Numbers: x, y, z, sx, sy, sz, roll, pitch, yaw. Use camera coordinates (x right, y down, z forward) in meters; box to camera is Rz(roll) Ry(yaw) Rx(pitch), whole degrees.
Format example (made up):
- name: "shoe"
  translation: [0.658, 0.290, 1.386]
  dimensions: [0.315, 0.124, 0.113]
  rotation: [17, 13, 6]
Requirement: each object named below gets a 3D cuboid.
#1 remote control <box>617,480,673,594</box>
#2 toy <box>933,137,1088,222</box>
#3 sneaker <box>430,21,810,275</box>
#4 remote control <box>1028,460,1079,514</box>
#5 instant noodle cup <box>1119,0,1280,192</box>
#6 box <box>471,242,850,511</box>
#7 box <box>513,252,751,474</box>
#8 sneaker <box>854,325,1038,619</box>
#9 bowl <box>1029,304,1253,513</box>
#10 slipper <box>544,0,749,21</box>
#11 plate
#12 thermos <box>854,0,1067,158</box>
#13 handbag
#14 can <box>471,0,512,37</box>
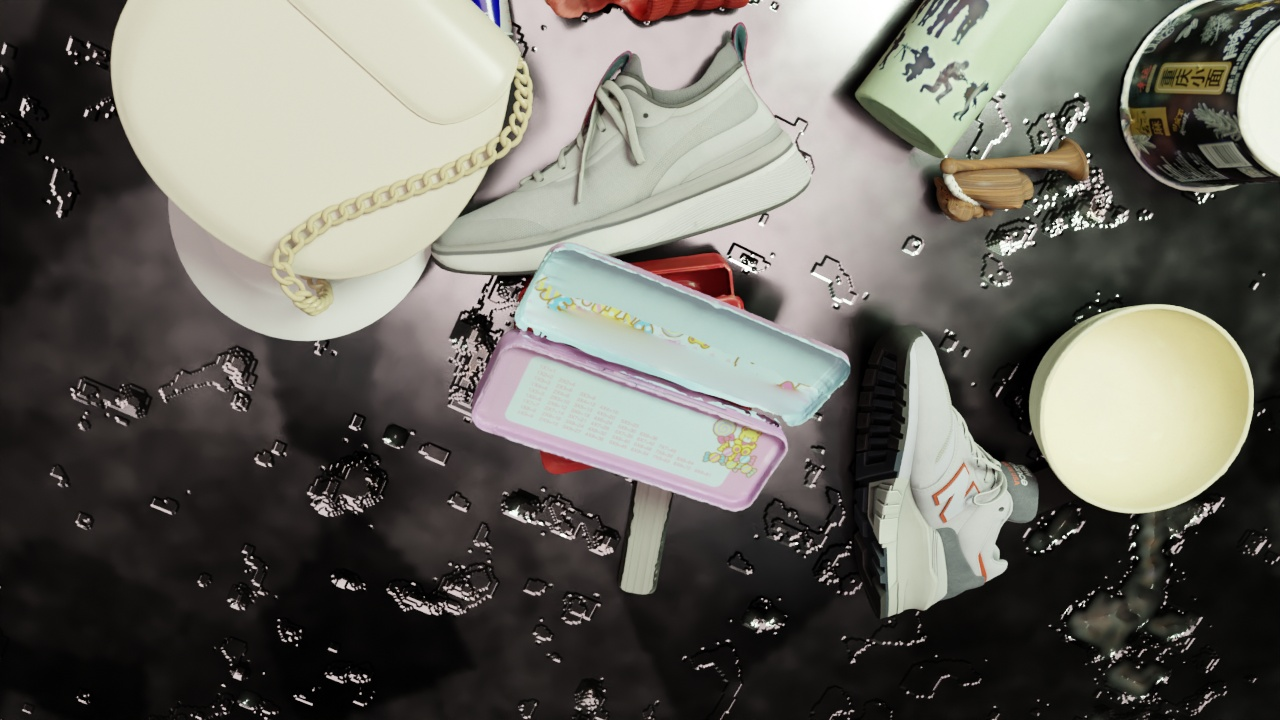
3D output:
- name: "remote control"
  translation: [0.007, 0.123, 0.730]
  dimensions: [0.033, 0.013, 0.137]
  rotation: [8, 104, -5]
- name: "toy"
  translation: [0.254, -0.126, 0.648]
  dimensions: [0.101, 0.041, 0.055]
  rotation: [-5, 141, -8]
- name: "sneaker"
  translation: [-0.025, -0.134, 0.620]
  dimensions: [0.263, 0.096, 0.129]
  rotation: [-17, 99, 2]
- name: "remote control"
  translation: [0.374, 0.077, 0.725]
  dimensions: [0.150, 0.013, 0.034]
  rotation: [-23, 101, 5]
- name: "instant noodle cup"
  translation: [0.412, -0.174, 0.603]
  dimensions: [0.137, 0.112, 0.137]
  rotation: [0, 107, -1]
- name: "box"
  translation: [0.013, 0.016, 0.592]
  dimensions: [0.214, 0.034, 0.151]
  rotation: [20, 124, -19]
- name: "box"
  translation: [-0.005, -0.002, 0.660]
  dimensions: [0.157, 0.110, 0.134]
  rotation: [-8, 117, -3]
- name: "sneaker"
  translation: [0.235, 0.085, 0.694]
  dimensions: [0.124, 0.088, 0.240]
  rotation: [-3, 114, -5]
- name: "bowl"
  translation: [0.353, 0.029, 0.676]
  dimensions: [0.151, 0.075, 0.151]
  rotation: [0, 101, 0]
- name: "slipper"
  translation: [0.060, -0.259, 0.577]
  dimensions: [0.248, 0.103, 0.059]
  rotation: [-22, 91, -2]
- name: "plate"
  translation: [-0.235, -0.108, 0.633]
  dimensions: [0.188, 0.016, 0.188]
  rotation: [0, 92, 0]
- name: "thermos"
  translation: [0.245, -0.247, 0.596]
  dimensions: [0.082, 0.082, 0.232]
  rotation: [35, 102, -10]
- name: "handbag"
  translation: [-0.193, -0.159, 0.553]
  dimensions: [0.210, 0.103, 0.208]
  rotation: [41, 95, -19]
- name: "can"
  translation: [-0.108, -0.262, 0.607]
  dimensions: [0.032, 0.032, 0.095]
  rotation: [-8, 106, 1]
